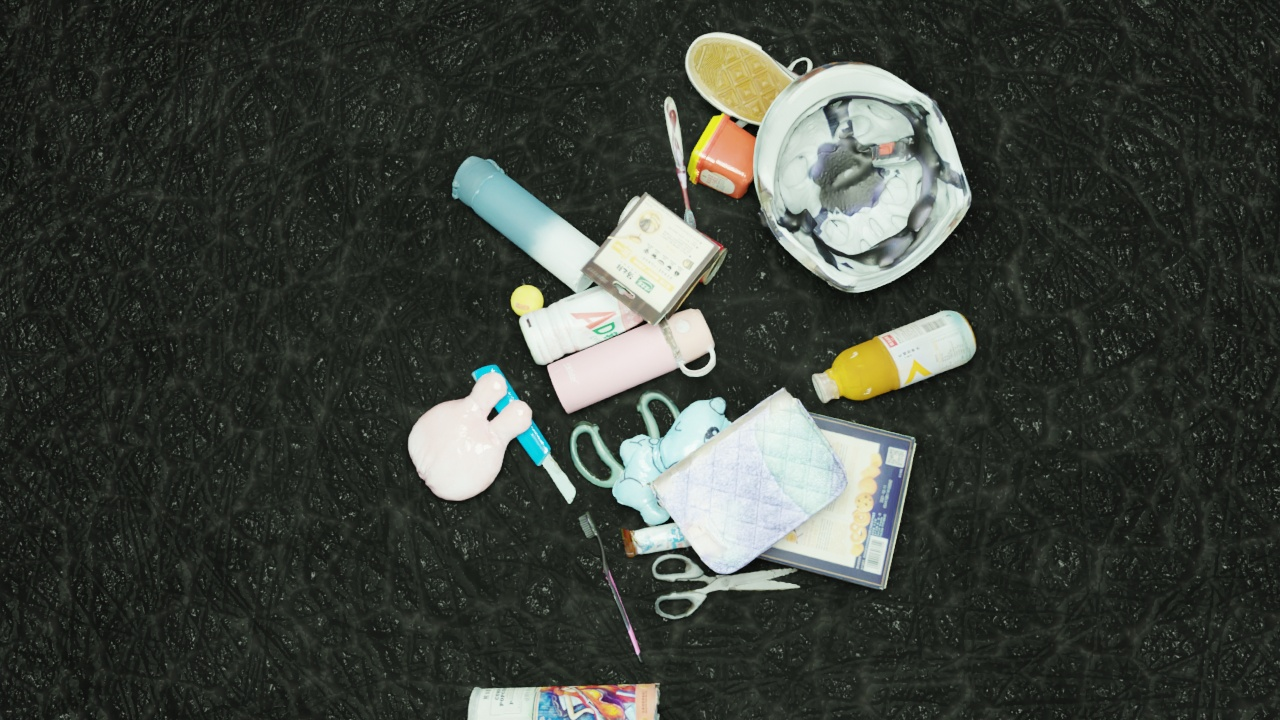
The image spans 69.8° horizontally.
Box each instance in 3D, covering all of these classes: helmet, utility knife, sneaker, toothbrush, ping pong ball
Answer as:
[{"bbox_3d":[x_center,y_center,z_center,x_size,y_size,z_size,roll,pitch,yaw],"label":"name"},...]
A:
[{"bbox_3d":[0.243,-0.220,1.079,0.229,0.145,0.258,-41,102,10],"label":"helmet"},{"bbox_3d":[-0.141,0.089,1.134,0.034,0.018,0.204,-37,80,10],"label":"utility knife"},{"bbox_3d":[0.163,-0.334,1.149,0.241,0.087,0.118,20,106,-13],"label":"sneaker"},{"bbox_3d":[-0.035,0.272,1.099,0.018,0.014,0.189,-23,80,10],"label":"toothbrush"},{"bbox_3d":[0.051,-0.252,1.177,0.016,0.017,0.187,-9,81,2],"label":"toothbrush"},{"bbox_3d":[-0.142,-0.074,1.150,0.040,0.040,0.040,-1,80,4],"label":"ping pong ball"}]

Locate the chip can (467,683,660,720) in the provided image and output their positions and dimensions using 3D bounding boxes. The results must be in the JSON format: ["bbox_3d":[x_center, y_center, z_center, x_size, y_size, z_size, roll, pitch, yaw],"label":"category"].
[{"bbox_3d":[-0.084,0.409,1.051,0.215,0.071,0.071,-2,80,3],"label":"chip can"}]

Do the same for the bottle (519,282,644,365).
[{"bbox_3d":[-0.048,-0.059,1.129,0.197,0.068,0.068,-22,80,-3],"label":"bottle"}]

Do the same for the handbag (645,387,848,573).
[{"bbox_3d":[0.123,0.138,1.029,0.194,0.075,0.134,-34,90,-4],"label":"handbag"}]

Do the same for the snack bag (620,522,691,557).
[{"bbox_3d":[0.030,0.211,1.092,0.104,0.026,0.048,-8,124,2],"label":"snack bag"}]

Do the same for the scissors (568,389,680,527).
[{"bbox_3d":[0.007,0.111,1.120,0.175,0.019,0.176,41,85,11],"label":"scissors"}]

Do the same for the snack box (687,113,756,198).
[{"bbox_3d":[0.107,-0.247,1.138,0.080,0.091,0.082,30,83,1],"label":"snack box"}]

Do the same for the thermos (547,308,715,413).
[{"bbox_3d":[-0.007,0.006,1.112,0.198,0.067,0.087,-21,66,0],"label":"thermos"}]

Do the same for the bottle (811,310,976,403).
[{"bbox_3d":[0.299,0.001,1.091,0.189,0.068,0.068,-21,80,1],"label":"bottle"}]

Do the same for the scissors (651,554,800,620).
[{"bbox_3d":[0.096,0.258,1.092,0.170,0.014,0.150,-42,81,-4],"label":"scissors"}]

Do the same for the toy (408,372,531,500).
[{"bbox_3d":[-0.207,0.093,1.119,0.159,0.054,0.121,-41,81,4],"label":"toy"}]

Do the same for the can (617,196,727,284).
[{"bbox_3d":[0.039,-0.151,1.143,0.133,0.053,0.053,33,84,9],"label":"can"}]

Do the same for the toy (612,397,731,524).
[{"bbox_3d":[0.052,0.118,1.085,0.156,0.050,0.161,9,82,3],"label":"toy"}]

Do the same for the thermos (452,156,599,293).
[{"bbox_3d":[-0.142,-0.176,1.156,0.220,0.070,0.070,39,85,10],"label":"thermos"}]

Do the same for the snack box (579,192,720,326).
[{"bbox_3d":[0.012,-0.115,1.083,0.113,0.053,0.125,38,85,9],"label":"snack box"}]

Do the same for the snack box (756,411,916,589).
[{"bbox_3d":[0.214,0.159,1.082,0.182,0.046,0.177,14,82,7],"label":"snack box"}]
